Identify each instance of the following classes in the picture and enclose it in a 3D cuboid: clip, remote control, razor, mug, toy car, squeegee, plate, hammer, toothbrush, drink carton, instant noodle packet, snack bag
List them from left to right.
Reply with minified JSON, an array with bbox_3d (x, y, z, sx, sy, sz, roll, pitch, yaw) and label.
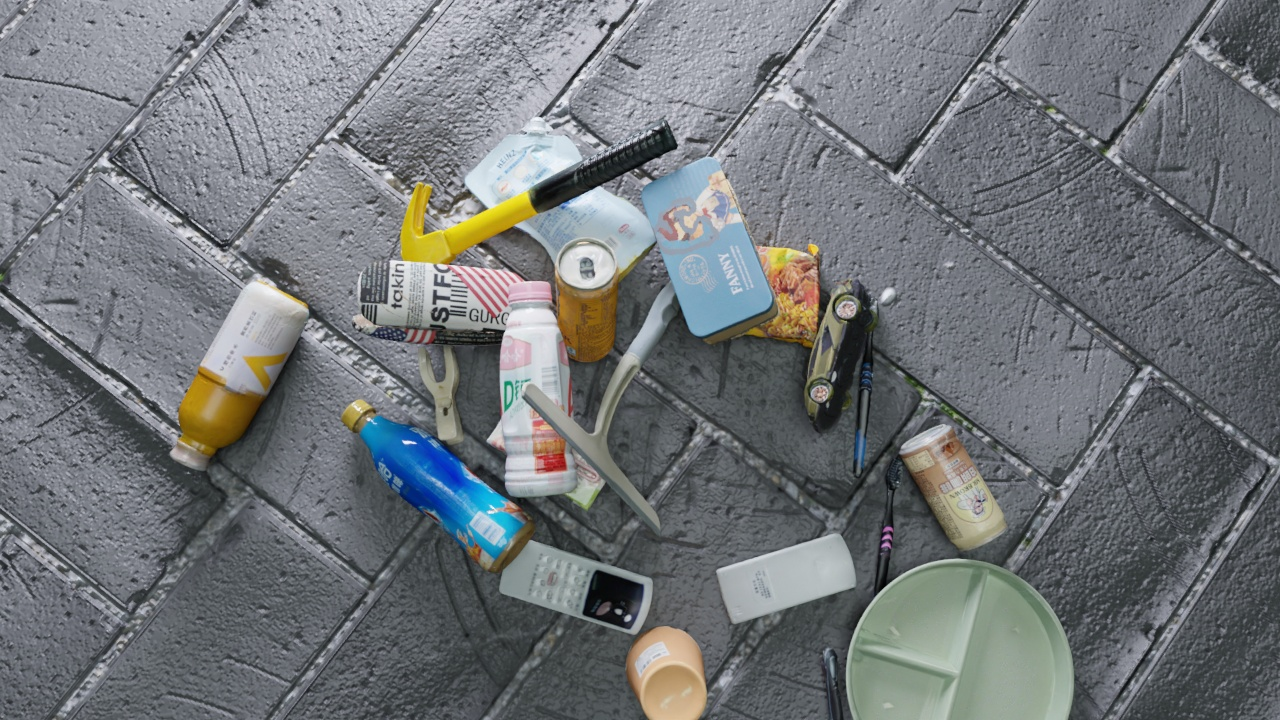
[{"bbox_3d":[-0.196,0.034,0.918,0.034,0.072,0.100,-13,79,-5],"label":"clip"},{"bbox_3d":[-0.105,-0.160,0.911,0.301,0.032,0.128,-24,88,10],"label":"hammer"},{"bbox_3d":[-0.088,0.094,0.911,0.122,0.045,0.053,35,82,1],"label":"drink carton"},{"bbox_3d":[-0.080,-0.157,0.942,0.191,0.038,0.110,45,99,5],"label":"snack bag"},{"bbox_3d":[-0.063,0.223,0.910,0.150,0.021,0.058,17,83,0],"label":"remote control"},{"bbox_3d":[-0.005,0.005,0.905,0.039,0.246,0.246,3,56,39],"label":"squeegee"},{"bbox_3d":[0.026,0.297,0.854,0.078,0.123,0.078,0,83,-2],"label":"mug"},{"bbox_3d":[0.121,-0.072,0.940,0.128,0.044,0.110,5,79,-1],"label":"instant noodle packet"},{"bbox_3d":[0.147,0.218,0.919,0.135,0.019,0.056,-17,84,-4],"label":"remote control"},{"bbox_3d":[0.197,-0.004,0.919,0.042,0.070,0.158,15,87,32],"label":"toy car"},{"bbox_3d":[0.195,0.356,0.905,0.042,0.022,0.142,-3,79,-33],"label":"razor"},{"bbox_3d":[0.233,0.027,0.947,0.014,0.016,0.189,6,84,6],"label":"toothbrush"},{"bbox_3d":[0.248,0.193,0.928,0.014,0.018,0.189,9,85,-3],"label":"toothbrush"},{"bbox_3d":[0.313,0.311,0.908,0.230,0.027,0.230,0,86,-4],"label":"plate"}]

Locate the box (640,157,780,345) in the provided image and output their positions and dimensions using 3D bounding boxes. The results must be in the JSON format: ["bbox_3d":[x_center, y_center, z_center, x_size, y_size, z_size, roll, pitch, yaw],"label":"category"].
[{"bbox_3d":[0.070,-0.099,0.892,0.090,0.062,0.184,-25,71,12],"label":"box"}]

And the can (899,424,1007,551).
[{"bbox_3d":[0.312,0.126,0.916,0.058,0.058,0.116,-29,86,-5],"label":"can"}]

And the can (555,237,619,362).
[{"bbox_3d":[-0.051,-0.054,0.876,0.058,0.146,0.058,1,64,-3],"label":"can"}]

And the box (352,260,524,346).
[{"bbox_3d":[-0.194,-0.049,0.888,0.162,0.087,0.075,1,80,-25],"label":"box"}]

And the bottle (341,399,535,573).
[{"bbox_3d":[-0.202,0.116,0.891,0.219,0.065,0.065,37,83,11],"label":"bottle"}]

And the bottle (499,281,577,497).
[{"bbox_3d":[-0.098,0.026,0.856,0.068,0.068,0.197,-4,87,-3],"label":"bottle"}]

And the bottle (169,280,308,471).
[{"bbox_3d":[-0.395,0.016,0.896,0.068,0.068,0.189,27,83,1],"label":"bottle"}]
